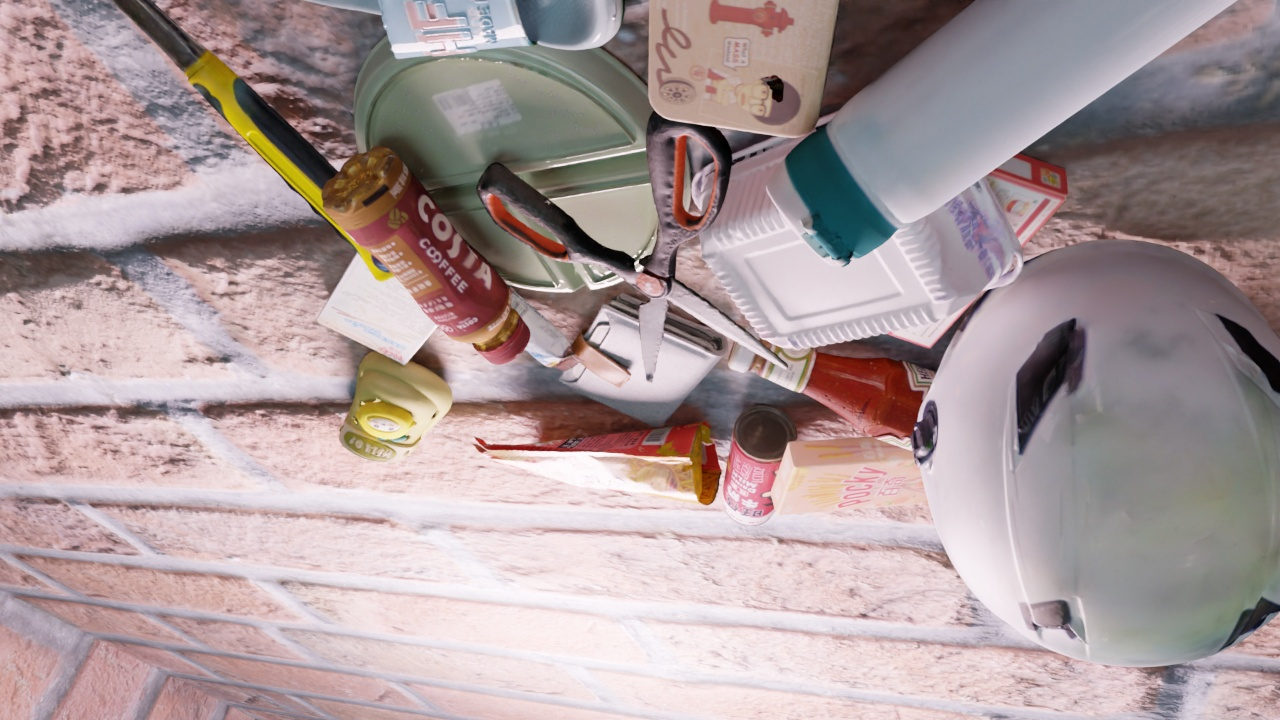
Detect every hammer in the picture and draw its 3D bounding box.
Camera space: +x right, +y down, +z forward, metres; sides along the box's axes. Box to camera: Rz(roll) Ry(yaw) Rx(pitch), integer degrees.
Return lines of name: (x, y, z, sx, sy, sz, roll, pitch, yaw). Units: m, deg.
hammer: (-0.263, -0.171, 0.579, 0.126, 0.031, 0.323, -16, 129, 37)

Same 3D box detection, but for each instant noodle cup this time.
instant noodle cup: (0.113, -0.066, 0.535, 0.174, 0.060, 0.138, -13, 125, 45)

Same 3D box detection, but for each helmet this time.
helmet: (0.282, 0.073, 0.533, 0.229, 0.145, 0.259, -3, 113, 10)

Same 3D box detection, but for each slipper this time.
slipper: (-0.242, 0.062, 0.881, 0.091, 0.081, 0.191, 23, 148, -14)
slipper: (-0.128, -0.206, 0.459, 0.245, 0.074, 0.104, 12, 145, 9)

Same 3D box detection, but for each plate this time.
plate: (-0.081, -0.121, 0.601, 0.230, 0.027, 0.231, 10, 145, 7)

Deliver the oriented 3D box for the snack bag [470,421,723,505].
snack bag: (-0.036, 0.090, 0.840, 0.208, 0.073, 0.128, 0, 170, 21)

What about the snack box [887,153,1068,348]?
snack box: (0.182, -0.069, 0.566, 0.077, 0.027, 0.156, 19, 146, -3)

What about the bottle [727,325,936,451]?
bottle: (0.166, 0.022, 0.677, 0.206, 0.059, 0.060, 19, 146, 1)

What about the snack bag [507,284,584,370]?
snack bag: (-0.091, -0.027, 0.725, 0.104, 0.026, 0.048, 43, 151, -10)

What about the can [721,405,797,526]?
can: (0.103, 0.097, 0.810, 0.053, 0.053, 0.133, 11, 145, 7)

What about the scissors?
scissors: (-0.006, -0.063, 0.562, 0.221, 0.021, 0.231, 23, 143, 15)

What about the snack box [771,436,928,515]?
snack box: (0.191, 0.092, 0.750, 0.157, 0.026, 0.085, -4, 145, -6)

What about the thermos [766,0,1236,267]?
thermos: (0.156, -0.125, 0.399, 0.225, 0.073, 0.073, -36, 123, 25)

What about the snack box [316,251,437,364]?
snack box: (-0.199, -0.054, 0.743, 0.084, 0.026, 0.157, 29, 144, -19)

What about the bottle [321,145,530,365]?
bottle: (-0.138, -0.064, 0.628, 0.058, 0.057, 0.175, -8, 139, 31)

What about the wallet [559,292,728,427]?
wallet: (-0.004, 0.004, 0.739, 0.106, 0.036, 0.130, 22, 145, -10)

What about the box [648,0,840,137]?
box: (0.055, -0.194, 0.410, 0.091, 0.077, 0.169, 11, 139, 9)
